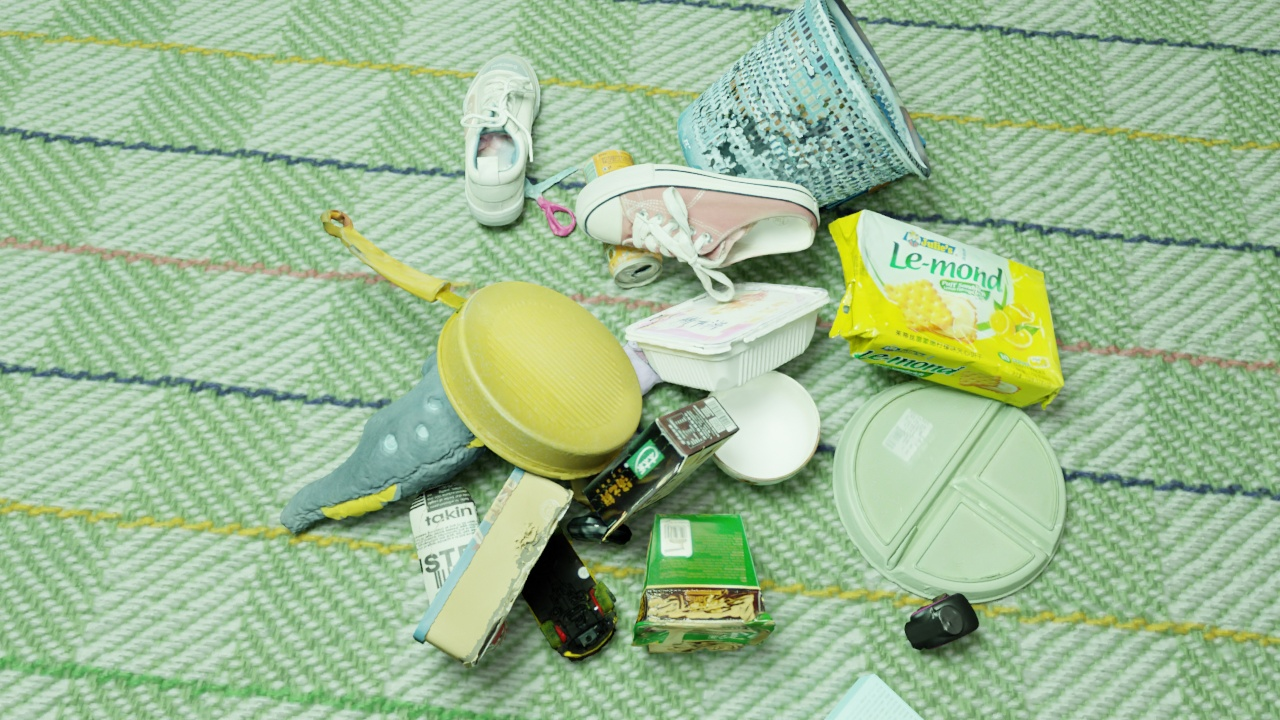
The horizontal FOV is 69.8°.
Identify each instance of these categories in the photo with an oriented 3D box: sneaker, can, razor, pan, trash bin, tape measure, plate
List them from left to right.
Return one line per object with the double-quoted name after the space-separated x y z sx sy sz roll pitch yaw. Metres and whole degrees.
-0.152 -0.032 0.841 0.357 0.078 0.197 45 35 1 "pan"
-0.160 -0.270 1.017 0.089 0.091 0.241 0 58 -1 "sneaker"
-0.055 0.103 0.891 0.068 0.062 0.167 -30 61 20 "razor"
-0.019 -0.155 0.993 0.058 0.058 0.146 -12 68 -6 "can"
0.051 -0.126 0.887 0.241 0.118 0.087 5 52 8 "sneaker"
0.155 -0.238 0.941 0.196 0.226 0.226 -28 65 27 "trash bin"
0.273 0.234 0.830 0.057 0.057 0.039 -6 63 -40 "tape measure"
0.304 0.120 0.896 0.230 0.027 0.229 0 66 -1 "plate"

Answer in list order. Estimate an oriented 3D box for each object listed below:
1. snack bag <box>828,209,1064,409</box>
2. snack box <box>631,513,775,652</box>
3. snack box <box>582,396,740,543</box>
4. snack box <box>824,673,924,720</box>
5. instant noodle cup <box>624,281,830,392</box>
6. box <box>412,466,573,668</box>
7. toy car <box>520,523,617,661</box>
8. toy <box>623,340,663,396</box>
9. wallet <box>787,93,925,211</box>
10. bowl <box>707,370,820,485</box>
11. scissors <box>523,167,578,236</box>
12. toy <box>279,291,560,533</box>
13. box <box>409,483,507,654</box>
0.299 -0.046 0.909 0.246 0.068 0.157 17 54 -12 "snack bag"
0.049 0.195 0.815 0.118 0.118 0.105 0 62 -4 "snack box"
0.016 0.094 0.815 0.053 0.113 0.125 52 31 15 "snack box"
0.168 0.356 0.779 0.074 0.052 0.174 43 74 14 "snack box"
0.088 -0.023 0.894 0.173 0.060 0.138 -27 25 -36 "instant noodle cup"
-0.128 0.181 0.785 0.062 0.090 0.183 32 66 0 "box"
-0.081 0.200 0.848 0.071 0.041 0.156 -33 67 -14 "toy car"
-0.006 0.005 0.935 0.108 0.039 0.084 -37 69 -14 "toy"
0.245 -0.239 1.042 0.133 0.040 0.106 -27 67 -2 "wallet"
0.113 0.071 0.895 0.113 0.062 0.113 1 66 -2 "bowl"
-0.124 -0.184 1.030 0.133 0.017 0.133 -31 67 -17 "scissors"
-0.188 0.049 0.884 0.355 0.091 0.138 -44 30 -19 "toy"
-0.169 0.191 0.844 0.072 0.060 0.164 -11 65 -28 "box"
